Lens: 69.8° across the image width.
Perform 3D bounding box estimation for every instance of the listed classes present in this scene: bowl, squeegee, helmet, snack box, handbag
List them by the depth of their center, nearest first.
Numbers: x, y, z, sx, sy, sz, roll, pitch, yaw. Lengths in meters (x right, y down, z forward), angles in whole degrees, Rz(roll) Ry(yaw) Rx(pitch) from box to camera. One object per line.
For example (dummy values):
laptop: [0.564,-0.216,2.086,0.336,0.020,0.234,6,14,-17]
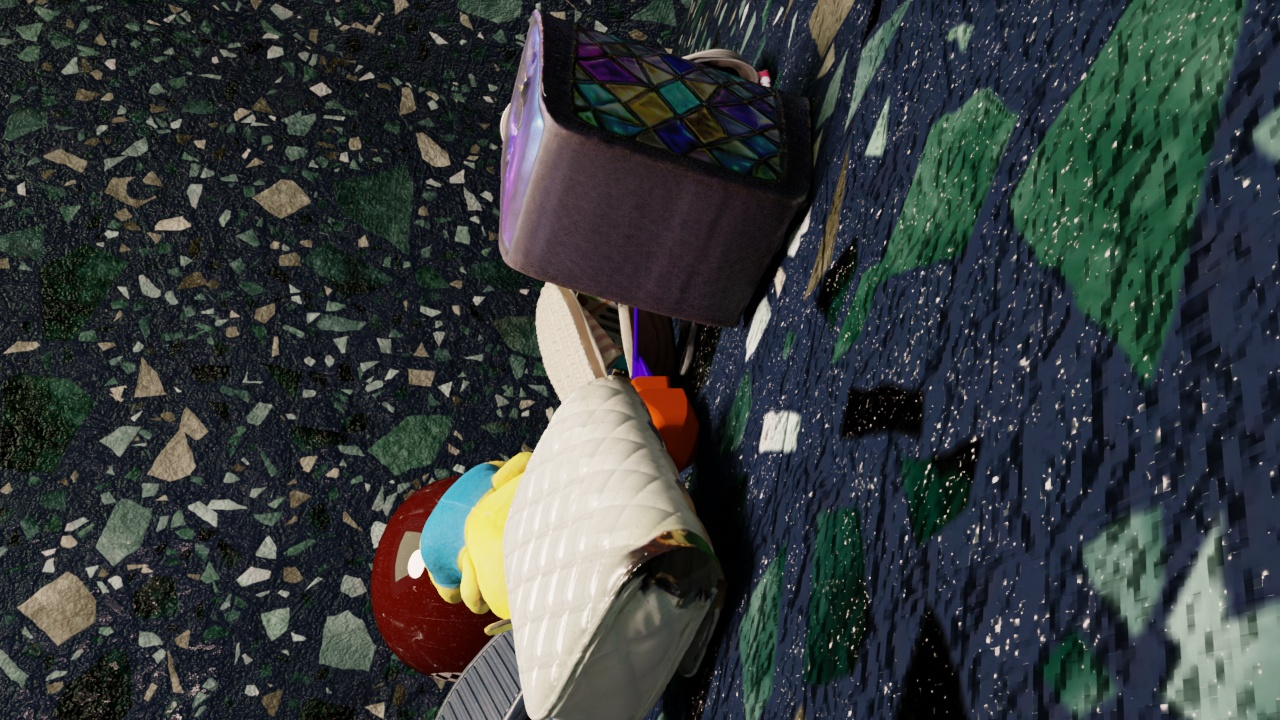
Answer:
handbag: [-0.019,0.107,0.538,0.139,0.072,0.194,-62,24,19]
handbag: [0.006,-0.147,0.650,0.221,0.204,0.126,-89,17,-48]
squeegee: [0.014,0.044,0.673,0.184,0.055,0.250,-103,14,-75]
bowl: [0.014,-0.018,0.816,0.119,0.032,0.119,-7,-92,-85]
helmet: [-0.155,0.225,0.980,0.234,0.253,0.233,147,132,-67]
snack box: [-0.022,-0.064,1.050,0.186,0.101,0.031,124,163,-66]

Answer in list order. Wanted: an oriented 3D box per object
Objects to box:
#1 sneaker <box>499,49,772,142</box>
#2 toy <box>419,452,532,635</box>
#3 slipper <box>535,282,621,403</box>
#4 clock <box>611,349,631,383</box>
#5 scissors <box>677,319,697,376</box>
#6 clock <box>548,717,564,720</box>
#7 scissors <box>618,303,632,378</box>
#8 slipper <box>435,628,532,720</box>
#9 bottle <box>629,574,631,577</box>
sneaker: [-0.002,-0.239,0.875,0.128,0.263,0.097,-127,23,-72]
toy: [-0.111,0.147,0.769,0.214,0.084,0.148,3,66,56]
slipper: [-0.055,0.020,0.994,0.262,0.052,0.115,64,147,37]
clock: [-0.025,0.046,1.044,0.099,0.043,0.129,116,163,-47]
scissors: [0.053,-0.056,0.803,0.165,0.014,0.141,-148,74,-84]
clock: [-0.046,0.237,0.654,0.089,0.052,0.125,-150,79,-83]
scissors: [-0.005,0.007,0.868,0.199,0.015,0.179,-11,-89,-87]
slipper: [-0.076,0.260,0.758,0.263,0.082,0.101,-54,26,-2]
bottle: [-0.015,0.139,0.637,0.113,0.047,0.046,-26,41,49]
